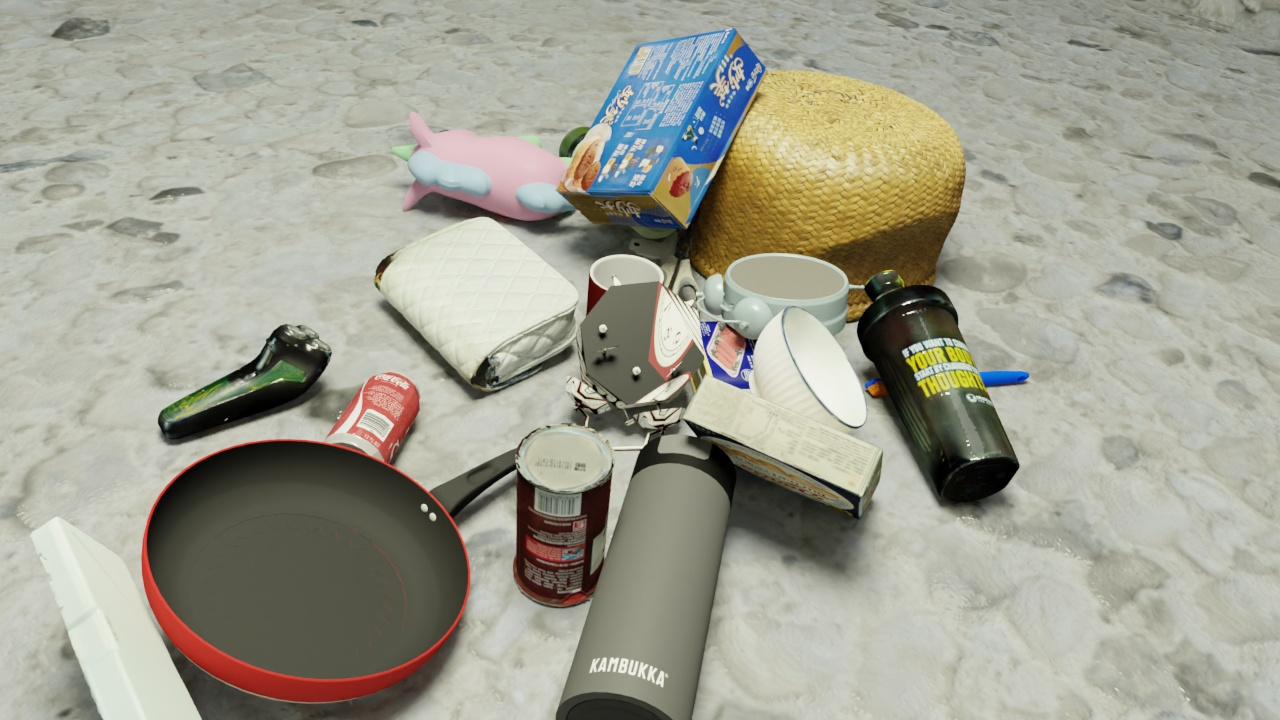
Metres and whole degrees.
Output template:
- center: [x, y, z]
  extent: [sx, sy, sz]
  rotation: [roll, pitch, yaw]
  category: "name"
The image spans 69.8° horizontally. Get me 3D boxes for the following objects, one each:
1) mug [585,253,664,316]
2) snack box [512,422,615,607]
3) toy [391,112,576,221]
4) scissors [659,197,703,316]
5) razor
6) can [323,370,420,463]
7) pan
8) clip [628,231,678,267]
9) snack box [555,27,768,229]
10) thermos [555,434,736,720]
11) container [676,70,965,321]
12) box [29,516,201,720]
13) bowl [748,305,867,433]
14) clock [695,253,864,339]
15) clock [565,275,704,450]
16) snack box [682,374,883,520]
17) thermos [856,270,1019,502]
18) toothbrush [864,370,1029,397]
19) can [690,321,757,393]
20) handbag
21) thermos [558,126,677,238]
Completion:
- center: [-0.017, -0.061, 0.927]
  extent: [0.073, 0.083, 0.105]
  rotation: [5, 38, -3]
  category: "mug"
- center: [-0.057, 0.112, 0.666]
  extent: [0.072, 0.121, 0.072]
  rotation: [4, 37, -3]
  category: "snack box"
- center: [-0.175, -0.220, 1.095]
  extent: [0.222, 0.120, 0.170]
  rotation: [32, 34, 30]
  category: "toy"
- center: [0.032, -0.113, 0.989]
  extent: [0.121, 0.012, 0.171]
  rotation: [-11, 73, -1]
  category: "scissors"
- center: [-0.343, 0.017, 0.794]
  extent: [0.151, 0.067, 0.054]
  rotation: [-30, 46, -27]
  category: "razor"
- center: [-0.224, 0.054, 0.771]
  extent: [0.054, 0.054, 0.096]
  rotation: [11, 38, 5]
  category: "can"
- center: [-0.178, 0.121, 0.676]
  extent: [0.209, 0.067, 0.355]
  rotation: [41, 30, 21]
  category: "pan"
- center: [0.012, -0.114, 1.062]
  extent: [0.058, 0.050, 0.101]
  rotation: [2, 36, 6]
  category: "clip"
- center: [0.021, -0.244, 0.979]
  extent: [0.155, 0.069, 0.202]
  rotation: [12, 70, 47]
  category: "snack box"
- center: [0.013, 0.157, 0.652]
  extent: [0.082, 0.082, 0.239]
  rotation: [12, 38, 6]
  category: "thermos"
- center: [0.206, -0.204, 1.059]
  extent: [0.307, 0.197, 0.306]
  rotation: [5, 36, -4]
  category: "container"
- center: [-0.279, 0.186, 0.526]
  extent: [0.040, 0.135, 0.197]
  rotation: [-35, 52, -19]
  category: "box"
- center: [0.134, 0.018, 0.785]
  extent: [0.118, 0.062, 0.117]
  rotation: [37, 35, -31]
  category: "bowl"
- center: [0.129, -0.060, 0.886]
  extent: [0.159, 0.045, 0.122]
  rotation: [-13, 31, -26]
  category: "clock"
- center: [-0.005, 0.005, 0.818]
  extent: [0.114, 0.065, 0.154]
  rotation: [16, 79, -6]
  category: "clock"
- center: [0.117, 0.073, 0.733]
  extent: [0.144, 0.145, 0.042]
  rotation: [23, 79, 19]
  category: "snack box"
- center: [0.270, 0.020, 0.847]
  extent: [0.098, 0.098, 0.220]
  rotation: [-3, 49, -12]
  category: "thermos"
- center: [0.312, 0.022, 0.925]
  extent: [0.182, 0.016, 0.018]
  rotation: [-3, 44, -12]
  category: "toothbrush"
- center: [0.098, 0.008, 0.879]
  extent: [0.092, 0.057, 0.116]
  rotation: [-2, 38, -9]
  category: "can"
- center: [-0.159, -0.056, 0.911]
  extent: [0.138, 0.073, 0.195]
  rotation: [-29, 50, -26]
  category: "handbag"
- center: [-0.031, -0.223, 1.126]
  extent: [0.082, 0.082, 0.231]
  rotation: [-13, 34, -24]
  category: "thermos"
